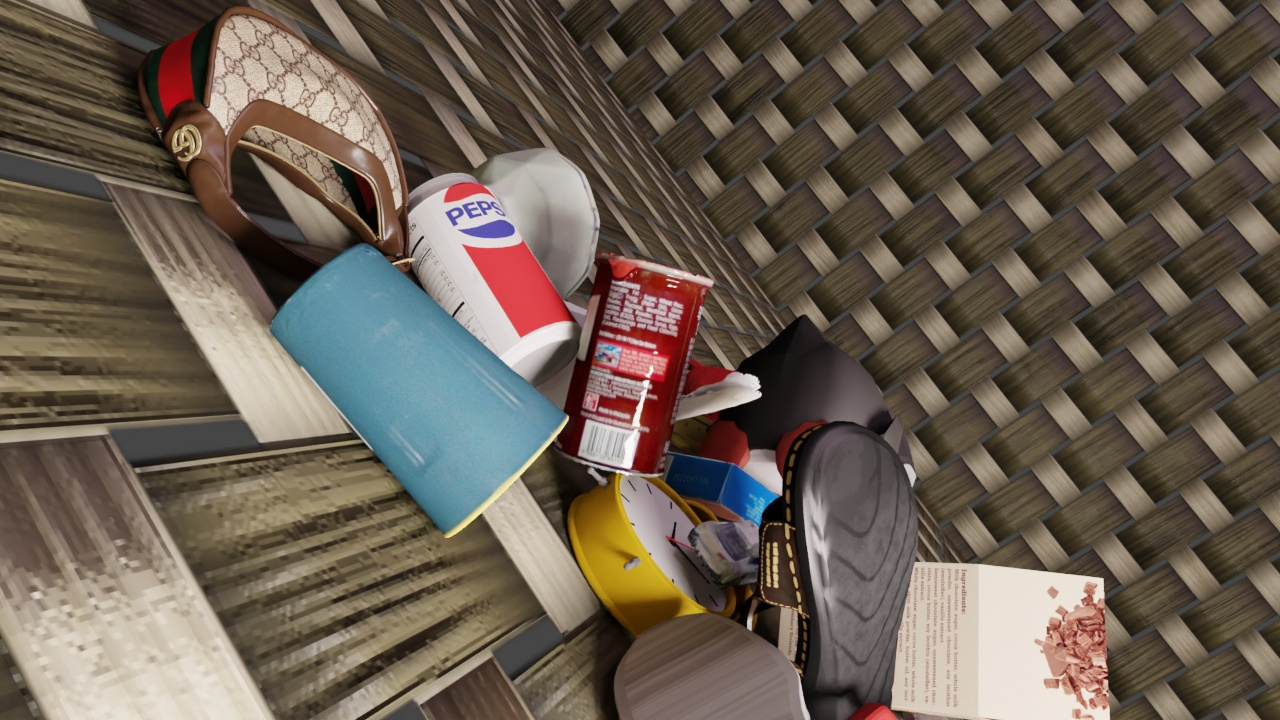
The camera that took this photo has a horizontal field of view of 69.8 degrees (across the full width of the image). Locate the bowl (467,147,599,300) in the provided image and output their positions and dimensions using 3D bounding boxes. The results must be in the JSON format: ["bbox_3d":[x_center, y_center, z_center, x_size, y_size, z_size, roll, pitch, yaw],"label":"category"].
[{"bbox_3d":[-0.092,-0.094,0.652,0.061,0.118,0.117,-10,61,-54],"label":"bowl"}]

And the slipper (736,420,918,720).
[{"bbox_3d":[0.096,0.146,0.517,0.076,0.112,0.268,20,-53,39],"label":"slipper"}]

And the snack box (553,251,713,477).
[{"bbox_3d":[-0.005,0.002,0.547,0.072,0.121,0.072,14,4,-1],"label":"snack box"}]

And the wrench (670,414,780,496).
[{"bbox_3d":[0.065,0.068,0.775,0.273,0.018,0.083,29,51,-23],"label":"wrench"}]

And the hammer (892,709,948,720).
[{"bbox_3d":[0.255,0.375,0.740,0.138,0.035,0.313,48,15,-16],"label":"hammer"}]

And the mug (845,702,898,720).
[{"bbox_3d":[0.132,0.236,0.476,0.096,0.081,0.116,-11,90,-48],"label":"mug"}]

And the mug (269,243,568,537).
[{"bbox_3d":[-0.102,0.010,0.415,0.121,0.078,0.078,46,14,-6],"label":"mug"}]

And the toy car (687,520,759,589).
[{"bbox_3d":[0.062,0.114,0.556,0.038,0.027,0.089,54,20,26],"label":"toy car"}]

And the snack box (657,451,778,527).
[{"bbox_3d":[0.065,0.111,0.685,0.088,0.033,0.154,7,-22,39],"label":"snack box"}]

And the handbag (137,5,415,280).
[{"bbox_3d":[-0.182,-0.102,0.493,0.166,0.063,0.138,27,45,-68],"label":"handbag"}]

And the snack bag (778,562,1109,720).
[{"bbox_3d":[0.205,0.193,0.630,0.070,0.207,0.094,35,56,-51],"label":"snack bag"}]

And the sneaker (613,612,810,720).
[{"bbox_3d":[0.062,0.212,0.409,0.236,0.099,0.089,-138,-145,-56],"label":"sneaker"}]

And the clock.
[{"bbox_3d":[0.018,0.123,0.565,0.152,0.052,0.113,34,22,-44],"label":"clock"}]

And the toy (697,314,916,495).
[{"bbox_3d":[0.156,0.064,0.743,0.184,0.159,0.140,38,61,-40],"label":"toy"}]

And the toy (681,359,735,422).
[{"bbox_3d":[0.059,0.033,0.883,0.094,0.088,0.132,26,27,-40],"label":"toy"}]

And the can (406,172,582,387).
[{"bbox_3d":[-0.097,-0.048,0.578,0.132,0.070,0.070,56,14,17],"label":"can"}]

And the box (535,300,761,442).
[{"bbox_3d":[0.003,0.011,0.632,0.151,0.132,0.107,56,16,20],"label":"box"}]
